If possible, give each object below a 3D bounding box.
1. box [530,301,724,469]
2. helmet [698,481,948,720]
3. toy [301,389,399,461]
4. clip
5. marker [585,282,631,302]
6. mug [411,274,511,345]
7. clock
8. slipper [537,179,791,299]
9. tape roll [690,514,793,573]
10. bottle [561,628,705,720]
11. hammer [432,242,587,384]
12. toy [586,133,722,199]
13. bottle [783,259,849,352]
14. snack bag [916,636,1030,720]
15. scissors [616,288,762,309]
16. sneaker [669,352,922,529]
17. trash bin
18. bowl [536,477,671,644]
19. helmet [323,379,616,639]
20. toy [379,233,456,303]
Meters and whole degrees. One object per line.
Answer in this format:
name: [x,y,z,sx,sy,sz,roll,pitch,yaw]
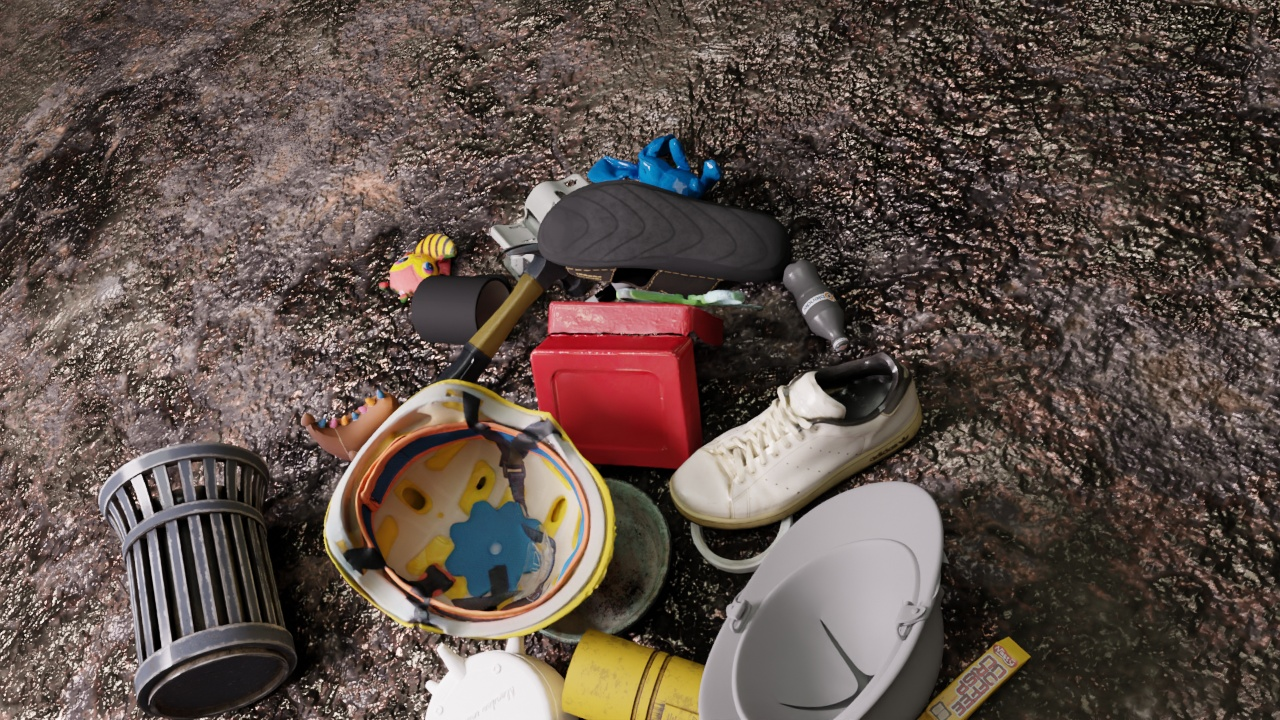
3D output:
box: [-0.014,0.024,0.905,0.157,0.153,0.168,2,82,23]
helmet: [0.164,0.225,0.702,0.184,0.118,0.270,-16,27,47]
toy: [-0.313,0.063,1.001,0.090,0.103,0.070,-42,53,1]
clip: [-0.100,-0.155,1.079,0.142,0.073,0.124,-35,51,-11]
marker: [-0.013,-0.090,1.025,0.140,0.016,0.016,-34,53,-1]
mug: [-0.195,-0.066,1.055,0.088,0.078,0.113,4,35,24]
clock: [-0.120,0.313,0.773,0.125,0.073,0.161,-37,60,5]
slipper: [0.025,-0.123,0.980,0.268,0.076,0.113,5,75,0]
tape roll: [0.092,0.148,0.836,0.093,0.013,0.092,-11,56,17]
bottle: [0.025,0.276,0.739,0.164,0.071,0.071,14,65,14]
hammer: [-0.189,0.011,0.987,0.025,0.118,0.332,31,81,39]
toy: [0.032,-0.217,1.055,0.112,0.071,0.176,-48,45,-14]
bottle: [0.177,-0.053,0.912,0.036,0.036,0.109,-26,54,5]
snack bag: [0.254,0.251,0.702,0.099,0.020,0.026,-40,55,-5]
scissors: [0.057,-0.057,0.905,0.174,0.171,0.022,-9,81,59]
sneaker: [0.135,0.065,0.803,0.241,0.102,0.089,-25,52,-3]
trash bin: [-0.438,0.223,0.920,0.164,0.164,0.227,-30,57,2]
bowl: [-0.041,0.188,0.850,0.158,0.038,0.157,-10,57,16]
helmet: [-0.138,0.149,0.806,0.240,0.140,0.208,28,66,10]
toy: [-0.270,-0.112,1.127,0.084,0.046,0.103,23,67,38]
